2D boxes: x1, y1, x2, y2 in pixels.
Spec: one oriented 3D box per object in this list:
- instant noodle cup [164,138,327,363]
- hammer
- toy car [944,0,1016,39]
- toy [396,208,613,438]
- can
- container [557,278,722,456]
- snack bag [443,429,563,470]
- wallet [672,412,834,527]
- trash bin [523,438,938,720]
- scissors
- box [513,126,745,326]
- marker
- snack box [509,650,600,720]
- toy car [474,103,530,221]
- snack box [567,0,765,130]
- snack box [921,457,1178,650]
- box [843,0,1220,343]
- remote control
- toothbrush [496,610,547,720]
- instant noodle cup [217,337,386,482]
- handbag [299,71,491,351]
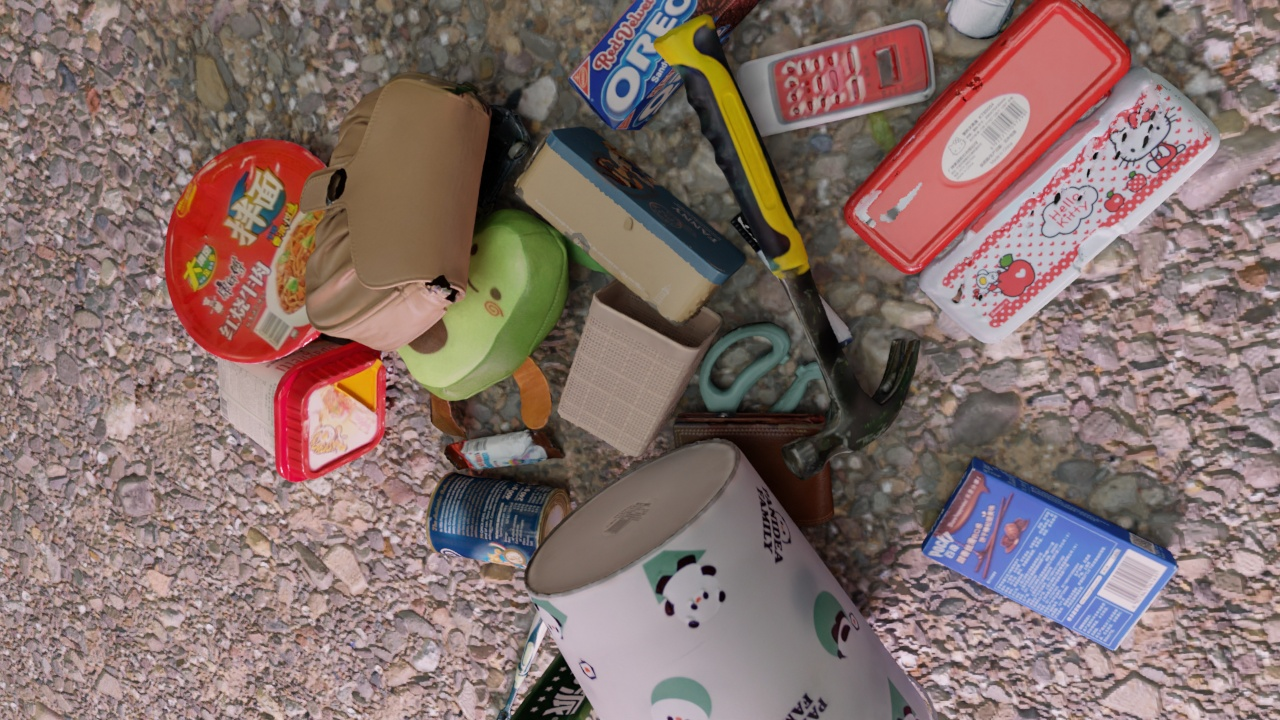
[{"bbox_3d":[-0.316,-0.090,0.800,0.194,0.065,0.193,-2,85,18],"label":"instant noodle cup"},{"bbox_3d":[0.100,-0.083,0.644,0.126,0.032,0.323,-29,103,-15],"label":"hammer"},{"bbox_3d":[0.232,-0.254,0.593,0.043,0.034,0.091,25,115,7],"label":"toy car"},{"bbox_3d":[-0.141,-0.039,0.757,0.247,0.089,0.227,-38,83,35],"label":"toy"},{"bbox_3d":[-0.124,0.144,0.820,0.111,0.075,0.075,5,108,18],"label":"can"},{"bbox_3d":[-0.004,0.004,0.729,0.090,0.090,0.111,28,117,9],"label":"container"},{"bbox_3d":[-0.124,0.081,0.825,0.105,0.026,0.045,-10,136,19],"label":"snack bag"},{"bbox_3d":[0.091,0.087,0.736,0.125,0.032,0.101,-1,121,19],"label":"wallet"},{"bbox_3d":[0.058,0.211,0.681,0.230,0.229,0.252,-27,102,25],"label":"trash bin"},{"bbox_3d":[0.072,0.038,0.744,0.139,0.019,0.180,44,122,-9],"label":"scissors"},{"bbox_3d":[-0.002,-0.100,0.694,0.184,0.089,0.060,37,115,2],"label":"box"},{"bbox_3d":[0.117,-0.062,0.701,0.130,0.022,0.018,49,126,-3],"label":"marker"},{"bbox_3d":[-0.041,0.306,0.752,0.063,0.239,0.114,-9,104,24],"label":"snack box"},{"bbox_3d":[-0.125,-0.162,0.747,0.049,0.031,0.106,41,126,2],"label":"toy car"},{"bbox_3d":[0.040,-0.253,0.648,0.208,0.058,0.057,-42,87,25],"label":"snack box"},{"bbox_3d":[0.305,0.146,0.695,0.157,0.026,0.085,27,113,10],"label":"snack box"},{"bbox_3d":[0.257,-0.123,0.622,0.158,0.037,0.201,42,116,0],"label":"box"},{"bbox_3d":[0.137,-0.198,0.651,0.136,0.020,0.056,-7,105,21],"label":"remote control"},{"bbox_3d":[-0.115,0.299,0.898,0.016,0.018,0.192,26,113,11],"label":"toothbrush"},{"bbox_3d":[-0.312,0.031,0.835,0.124,0.116,0.117,22,119,24],"label":"instant noodle cup"},{"bbox_3d":[-0.185,-0.115,0.682,0.148,0.099,0.204,-11,67,40],"label":"handbag"}]
